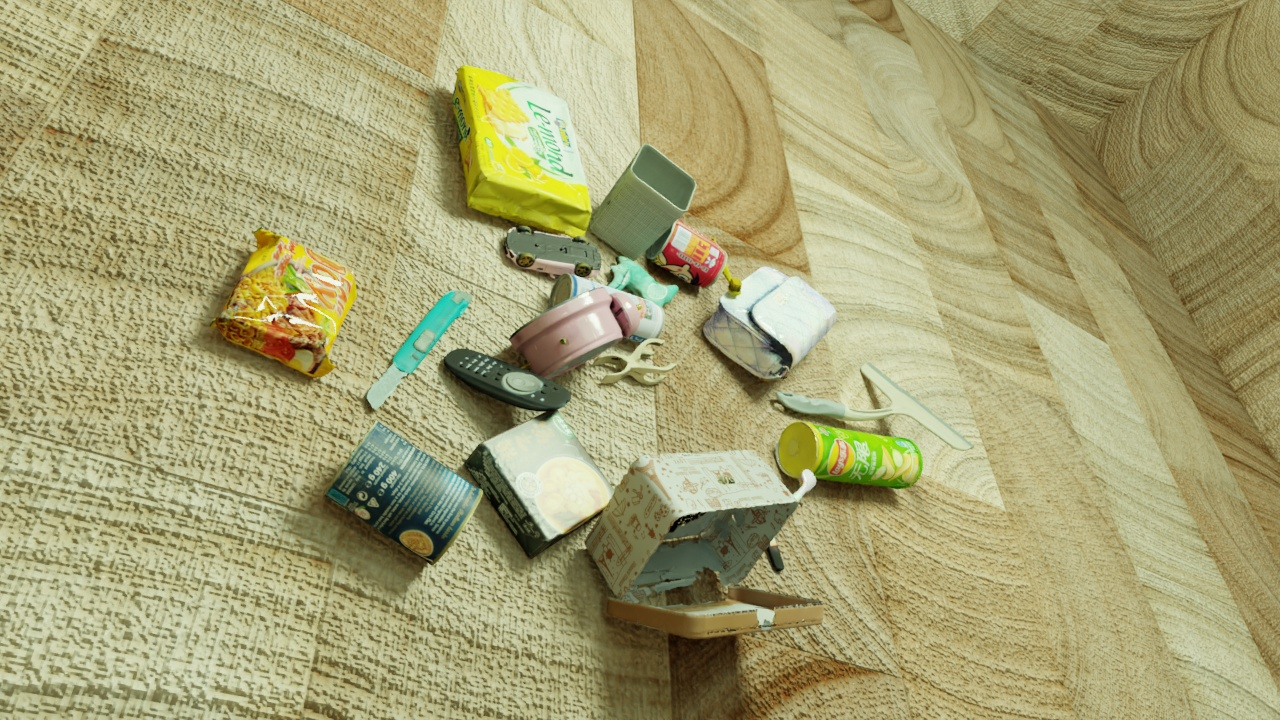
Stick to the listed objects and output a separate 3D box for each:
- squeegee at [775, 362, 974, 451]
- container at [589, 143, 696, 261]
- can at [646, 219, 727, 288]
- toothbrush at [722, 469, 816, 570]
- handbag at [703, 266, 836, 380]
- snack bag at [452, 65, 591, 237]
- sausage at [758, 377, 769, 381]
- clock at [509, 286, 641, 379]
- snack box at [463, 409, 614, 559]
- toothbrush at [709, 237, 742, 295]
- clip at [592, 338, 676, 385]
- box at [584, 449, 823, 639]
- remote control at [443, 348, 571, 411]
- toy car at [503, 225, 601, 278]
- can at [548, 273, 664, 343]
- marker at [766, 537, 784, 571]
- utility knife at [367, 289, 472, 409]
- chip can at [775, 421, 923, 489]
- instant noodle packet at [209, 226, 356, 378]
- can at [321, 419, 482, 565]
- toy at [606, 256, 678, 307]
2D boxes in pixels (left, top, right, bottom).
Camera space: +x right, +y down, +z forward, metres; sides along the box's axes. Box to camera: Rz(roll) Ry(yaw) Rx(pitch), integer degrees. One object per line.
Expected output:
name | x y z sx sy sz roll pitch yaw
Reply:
squeegee | 0.286 0.066 1.272 0.246 0.039 0.246 4 25 -26
container | 0.000 -0.203 1.203 0.090 0.115 0.090 35 39 -12
can | 0.064 -0.145 1.249 0.093 0.067 0.066 28 41 -21
toothbrush | 0.147 0.183 1.046 0.188 0.021 0.029 -35 115 -41
handbag | 0.181 -0.055 1.255 0.134 0.076 0.193 38 36 10
snack bag | -0.156 -0.263 1.154 0.157 0.068 0.246 13 48 -34
sausage | 0.203 -0.003 1.284 0.021 0.022 0.164 50 38 6
clock | -0.064 -0.031 0.992 0.158 0.117 0.060 -27 86 -48
snack box | -0.090 0.114 0.894 0.125 0.053 0.113 -27 76 -45
toothbrush | 0.116 -0.135 1.276 0.015 0.017 0.190 6 27 -10
clip | 0.001 0.015 1.074 0.083 0.035 0.104 51 43 8
box | 0.069 0.200 0.872 0.182 0.153 0.178 2 36 -41
remote control | -0.135 0.024 0.923 0.136 0.024 0.053 22 29 13
toy car | -0.106 -0.127 1.104 0.122 0.037 0.056 8 48 -21
can | -0.038 -0.060 1.088 0.134 0.053 0.053 17 46 -32
marker | 0.141 0.185 1.064 0.018 0.015 0.123 4 56 -38
utility knife | -0.218 -0.017 0.918 0.029 0.013 0.207 37 39 -10
chip can | 0.278 0.126 1.195 0.221 0.073 0.072 11 49 -37
instant noodle packet | -0.318 -0.055 0.839 0.110 0.044 0.128 30 40 -26
can | -0.199 0.110 0.770 0.111 0.076 0.075 36 39 -11
toy | -0.005 -0.096 1.175 0.092 0.030 0.096 41 45 2
